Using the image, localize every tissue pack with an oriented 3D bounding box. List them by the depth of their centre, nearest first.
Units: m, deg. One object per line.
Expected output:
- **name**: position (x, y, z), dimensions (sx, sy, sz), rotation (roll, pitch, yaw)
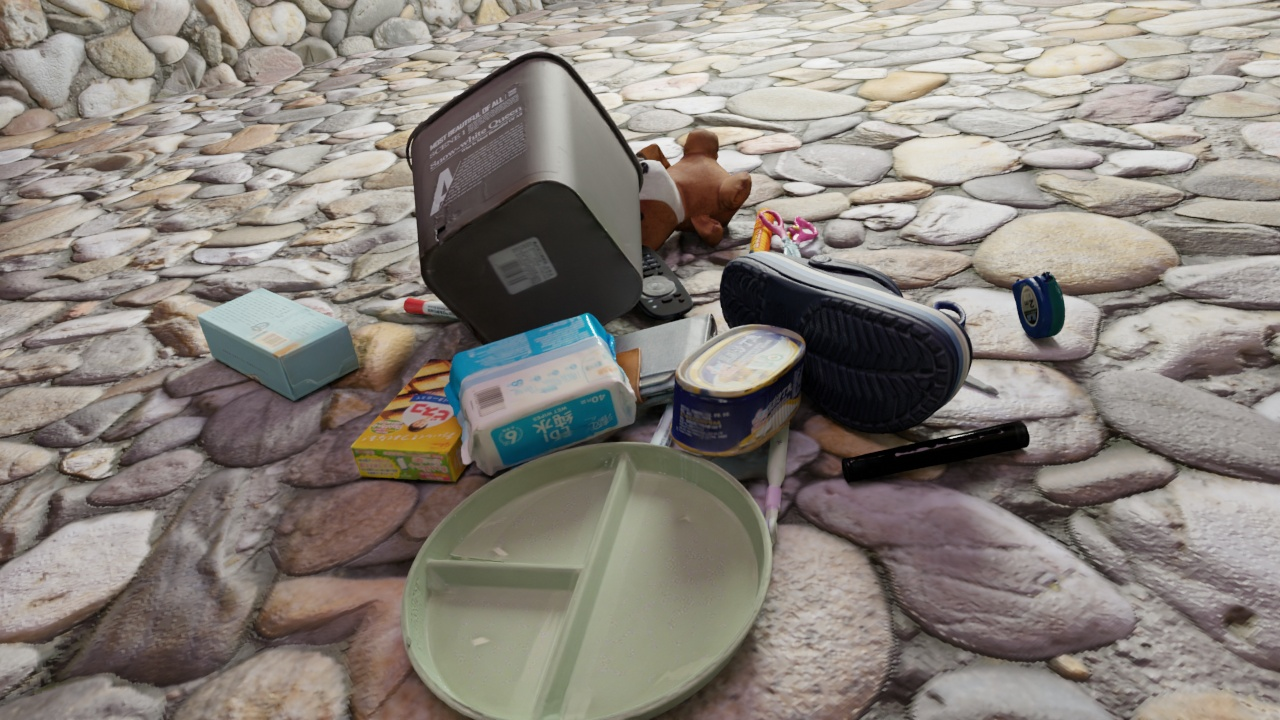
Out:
- **tissue pack**: position (-0.076, 0.025, 0.696), dimensions (0.140, 0.063, 0.090), rotation (-19, 45, -7)

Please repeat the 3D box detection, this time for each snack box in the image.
- **snack box**: position (-0.165, 0.046, 0.761), dimensions (0.087, 0.034, 0.140), rotation (1, 33, 18)
- **snack box**: position (-0.359, -0.019, 0.906), dimensions (0.175, 0.052, 0.074), rotation (19, 38, 38)

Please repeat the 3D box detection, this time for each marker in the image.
- **marker**: position (0.207, 0.064, 0.643), dimensions (0.132, 0.022, 0.020), rotation (-11, 66, -4)
- **marker**: position (0.023, 0.049, 0.722), dimensions (0.017, 0.017, 0.145), rotation (2, 31, 17)
- **marker**: position (-0.185, -0.050, 0.949), dimensions (0.145, 0.017, 0.017), rotation (8, 34, 27)

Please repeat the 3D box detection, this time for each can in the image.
- **can**: position (0.074, 0.018, 0.671), dimensions (0.075, 0.049, 0.147), rotation (14, 25, 26)

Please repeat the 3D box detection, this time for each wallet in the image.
- **wallet**: position (-0.005, 0.004, 0.764), dimensions (0.130, 0.037, 0.106), rotation (-14, 28, 19)

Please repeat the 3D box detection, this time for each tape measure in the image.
- **tape measure**: position (0.336, -0.046, 0.769), dimensions (0.025, 0.054, 0.058), rotation (-11, -3, 2)

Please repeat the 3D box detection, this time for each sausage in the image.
- **sausage**: position (0.132, -0.132, 1.004), dimensions (0.021, 0.021, 0.164), rotation (-1, 30, 12)

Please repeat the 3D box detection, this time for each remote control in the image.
- **remote control**: position (0.011, -0.075, 0.927), dimensions (0.053, 0.024, 0.136), rotation (-16, 40, -14)

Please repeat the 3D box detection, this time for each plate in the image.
- **plate**: position (-0.033, 0.132, 0.566), dimensions (0.230, 0.027, 0.229), rotation (-8, 34, 5)

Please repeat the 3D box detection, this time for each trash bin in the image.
- **trash bin**: position (-0.103, -0.134, 0.850), dimensions (0.199, 0.198, 0.219), rotation (-29, 36, 15)

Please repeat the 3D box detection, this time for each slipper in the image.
- **slipper**: position (0.162, -0.024, 0.732), dimensions (0.095, 0.105, 0.253), rotation (-19, 29, -27)

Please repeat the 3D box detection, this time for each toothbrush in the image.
- **toothbrush**: position (0.097, 0.070, 0.664), dimensions (0.020, 0.029, 0.189), rotation (36, 32, -8)

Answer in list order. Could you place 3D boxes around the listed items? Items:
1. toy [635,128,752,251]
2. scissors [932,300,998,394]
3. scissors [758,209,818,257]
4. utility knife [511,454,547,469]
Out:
- **toy**: position (0.024, -0.178, 1.027), dimensions (0.199, 0.131, 0.140), rotation (-25, 58, -14)
- **scissors**: position (0.232, -0.011, 0.778), dimensions (0.176, 0.012, 0.162), rotation (23, 43, 40)
- **scissors**: position (0.151, -0.127, 0.978), dimensions (0.077, 0.017, 0.137), rotation (22, 37, 1)
- **utility knife**: position (-0.085, 0.073, 0.708), dimensions (0.034, 0.018, 0.185), rotation (-10, 31, -3)
